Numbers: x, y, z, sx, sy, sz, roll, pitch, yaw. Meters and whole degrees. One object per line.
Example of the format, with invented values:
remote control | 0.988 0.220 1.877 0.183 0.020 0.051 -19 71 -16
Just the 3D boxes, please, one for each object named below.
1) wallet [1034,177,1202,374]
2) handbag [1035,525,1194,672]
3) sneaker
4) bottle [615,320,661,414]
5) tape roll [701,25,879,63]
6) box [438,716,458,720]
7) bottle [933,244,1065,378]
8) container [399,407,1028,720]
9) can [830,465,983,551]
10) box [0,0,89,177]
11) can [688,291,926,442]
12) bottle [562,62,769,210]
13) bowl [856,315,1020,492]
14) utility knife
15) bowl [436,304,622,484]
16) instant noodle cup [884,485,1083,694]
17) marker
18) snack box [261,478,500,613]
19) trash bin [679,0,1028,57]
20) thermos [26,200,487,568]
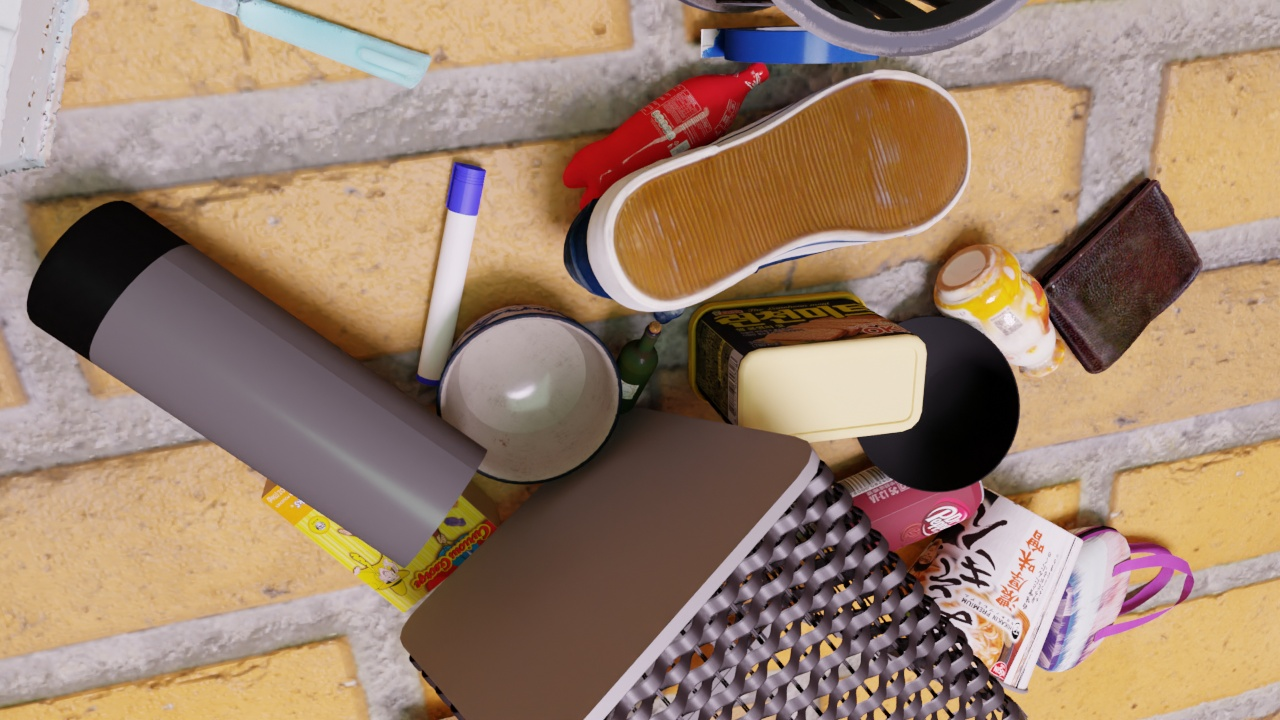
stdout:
wallet | 0.358 -0.062 0.690 0.120 0.031 0.099 -45 117 3
handbag | 0.402 0.199 0.791 0.169 0.068 0.145 -5 113 -19
sneaker | 0.079 -0.099 0.582 0.294 0.127 0.121 -22 103 -24
bottle | -0.004 0.003 0.594 0.025 0.025 0.106 2 152 -15
tape roll | 0.094 -0.186 0.537 0.091 0.093 0.016 -12 114 -27
box | -0.095 0.299 0.687 0.161 0.092 0.081 -13 96 -12
bottle | 0.261 -0.032 0.657 0.109 0.063 0.063 40 97 -24
container | 0.036 0.199 0.566 0.246 0.246 0.243 -44 112 -20
can | 0.195 0.107 0.696 0.114 0.063 0.063 -22 115 -5
box | -0.287 -0.175 0.423 0.043 0.136 0.197 14 107 -25
can | 0.108 0.005 0.611 0.130 0.101 0.072 -6 110 -12
bottle | 0.017 -0.140 0.565 0.141 0.042 0.042 -34 115 1
bowl | 0.220 0.030 0.664 0.052 0.124 0.124 -2 116 -49
utility knife | -0.200 -0.187 0.506 0.168 0.015 0.022 15 106 -21
bowl | -0.074 0.016 0.594 0.115 0.059 0.116 -5 112 -12
instant noodle cup | 0.274 0.171 0.719 0.123 0.123 0.122 28 93 -22
marker | -0.121 -0.053 0.579 0.020 0.020 0.142 9 109 -17
snack box | -0.170 0.094 0.612 0.088 0.040 0.126 -40 115 4
trash bin | 0.077 -0.239 0.438 0.164 0.227 0.164 -5 112 -12
thermos | -0.209 0.016 0.517 0.240 0.082 0.082 36 99 -8
